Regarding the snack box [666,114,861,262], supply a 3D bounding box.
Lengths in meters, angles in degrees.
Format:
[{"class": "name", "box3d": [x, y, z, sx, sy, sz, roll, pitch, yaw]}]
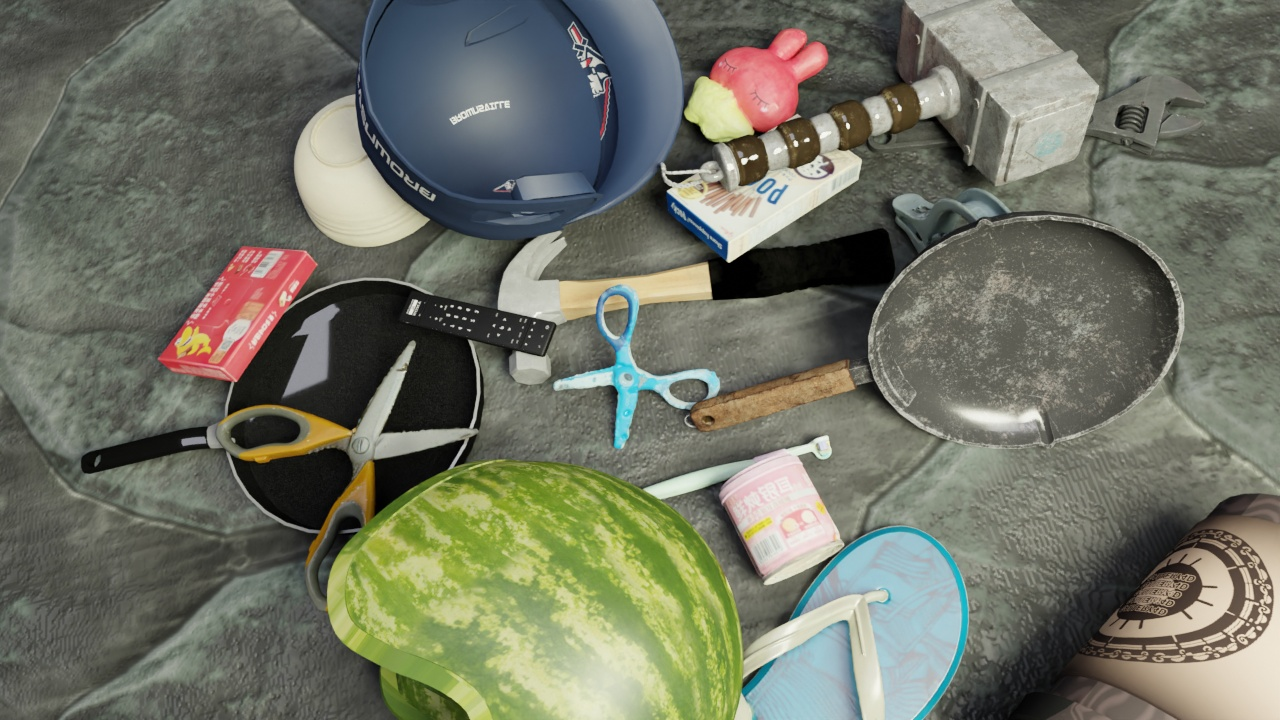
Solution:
[{"class": "snack box", "box3d": [0.104, -0.148, 0.773, 0.149, 0.026, 0.082, -34, 58, -20]}]

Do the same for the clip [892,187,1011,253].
[{"class": "clip", "box3d": [0.251, -0.069, 0.702, 0.032, 0.164, 0.165, -20, 86, -3]}]

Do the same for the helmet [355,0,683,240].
[{"class": "helmet", "box3d": [-0.097, -0.220, 0.757, 0.272, 0.223, 0.232, -21, 97, -8]}]

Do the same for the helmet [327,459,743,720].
[{"class": "helmet", "box3d": [-0.053, 0.190, 0.594, 0.242, 0.214, 0.247, -34, 63, -25]}]

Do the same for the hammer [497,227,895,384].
[{"class": "hammer", "box3d": [0.043, -0.065, 0.771, 0.328, 0.039, 0.131, -8, 67, 6]}]

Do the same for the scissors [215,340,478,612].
[{"class": "scissors", "box3d": [-0.247, 0.080, 0.740, 0.230, 0.016, 0.225, 14, 73, 12]}]

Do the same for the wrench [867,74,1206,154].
[{"class": "wrench", "box3d": [0.334, -0.202, 0.785, 0.273, 0.018, 0.073, -3, 68, 10]}]

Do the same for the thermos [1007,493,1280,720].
[{"class": "thermos", "box3d": [0.352, 0.205, 0.554, 0.173, 0.173, 0.225, 40, 74, 20]}]

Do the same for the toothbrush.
[{"class": "toothbrush", "box3d": [0.074, 0.087, 0.719, 0.155, 0.022, 0.015, -16, 31, 4]}]

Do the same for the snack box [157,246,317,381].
[{"class": "snack box", "box3d": [-0.355, -0.044, 0.812, 0.089, 0.021, 0.132, 7, 58, 29]}]

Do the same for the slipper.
[{"class": "slipper", "box3d": [0.119, 0.236, 0.634, 0.294, 0.060, 0.118, -42, 72, -7]}]

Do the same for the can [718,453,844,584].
[{"class": "can", "box3d": [0.103, 0.116, 0.676, 0.067, 0.067, 0.076, -26, 68, -1]}]

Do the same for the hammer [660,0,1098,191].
[{"class": "hammer", "box3d": [0.176, -0.193, 0.743, 0.326, 0.080, 0.176, -20, 54, -4]}]

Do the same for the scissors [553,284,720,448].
[{"class": "scissors", "box3d": [-0.004, 0.003, 0.738, 0.134, 0.011, 0.140, -6, 100, -1]}]

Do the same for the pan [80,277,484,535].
[{"class": "pan", "box3d": [-0.305, 0.052, 0.786, 0.356, 0.034, 0.225, -13, 68, 4]}]

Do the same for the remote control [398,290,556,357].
[{"class": "remote control", "box3d": [-0.137, -0.031, 0.762, 0.140, 0.009, 0.030, 13, 72, 20]}]

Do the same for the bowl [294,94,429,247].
[{"class": "bowl", "box3d": [-0.256, -0.188, 0.847, 0.151, 0.075, 0.150, -3, 69, 9]}]

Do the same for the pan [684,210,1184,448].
[{"class": "pan", "box3d": [0.196, -0.002, 0.677, 0.358, 0.208, 0.040, -14, 35, 24]}]

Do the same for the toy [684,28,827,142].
[{"class": "toy", "box3d": [0.104, -0.246, 0.823, 0.135, 0.045, 0.091, -34, 70, 2]}]
